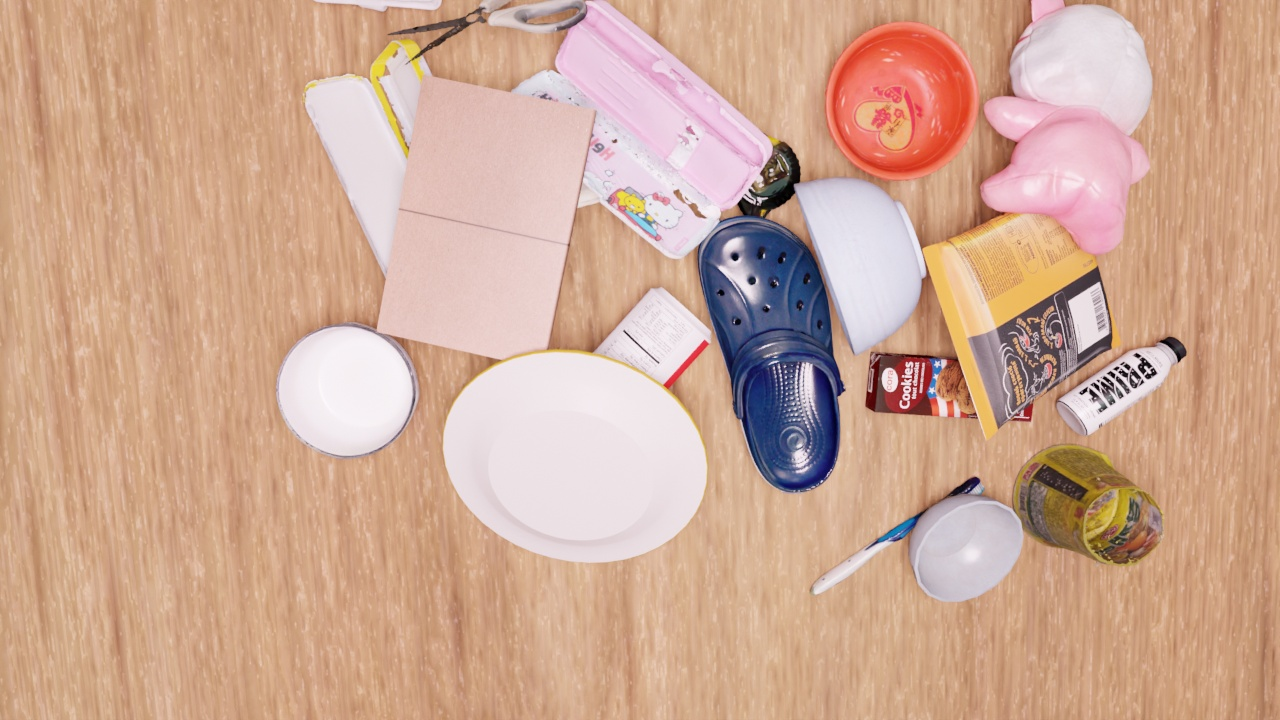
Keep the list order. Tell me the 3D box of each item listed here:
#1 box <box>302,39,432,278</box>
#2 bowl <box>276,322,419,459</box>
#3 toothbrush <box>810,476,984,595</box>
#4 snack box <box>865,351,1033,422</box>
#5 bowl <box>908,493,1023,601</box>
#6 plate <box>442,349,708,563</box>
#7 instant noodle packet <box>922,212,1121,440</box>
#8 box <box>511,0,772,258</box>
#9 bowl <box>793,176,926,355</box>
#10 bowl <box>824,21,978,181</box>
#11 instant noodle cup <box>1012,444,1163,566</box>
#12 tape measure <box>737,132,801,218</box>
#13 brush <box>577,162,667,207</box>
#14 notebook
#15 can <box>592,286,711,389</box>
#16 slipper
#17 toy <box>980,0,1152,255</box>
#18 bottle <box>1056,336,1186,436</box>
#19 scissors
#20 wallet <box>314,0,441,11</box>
[{"bbox_3d":[-0.194,-0.153,0.757,0.079,0.084,0.210,-27,92,-43],"label":"box"},{"bbox_3d":[-0.246,0.023,0.793,0.116,0.065,0.116,0,97,-2],"label":"bowl"},{"bbox_3d":[0.237,0.165,0.851,0.189,0.016,0.017,-34,107,2],"label":"toothbrush"},{"bbox_3d":[0.278,0.023,0.825,0.141,0.031,0.051,4,97,-2],"label":"snack box"},{"bbox_3d":[0.288,0.163,0.831,0.106,0.039,0.106,-5,114,-12],"label":"bowl"},{"bbox_3d":[-0.058,0.093,0.779,0.230,0.021,0.230,4,123,6],"label":"plate"},{"bbox_3d":[0.328,-0.051,0.773,0.220,0.032,0.160,-25,98,-32],"label":"instant noodle packet"},{"bbox_3d":[-0.005,-0.187,0.743,0.201,0.102,0.101,41,136,3],"label":"box"},{"bbox_3d":[0.184,-0.086,0.744,0.075,0.150,0.150,-19,97,12],"label":"bowl"},{"bbox_3d":[0.218,-0.219,0.787,0.130,0.045,0.130,0,97,-2],"label":"bowl"},{"bbox_3d":[0.396,0.130,0.803,0.102,0.108,0.102,0,96,0],"label":"instant noodle cup"},{"bbox_3d":[0.107,-0.160,0.795,0.062,0.038,0.067,-29,96,2],"label":"tape measure"},{"bbox_3d":[-0.078,-0.137,0.806,0.217,0.012,0.033,-17,97,-1],"label":"brush"},{"bbox_3d":[-0.125,-0.110,0.738,0.141,0.008,0.209,12,96,3],"label":"notebook"},{"bbox_3d":[-0.005,0.005,0.795,0.070,0.070,0.132,42,94,-6],"label":"can"},{"bbox_3d":[0.123,-0.001,0.786,0.105,0.095,0.253,-14,103,3],"label":"slipper"},{"bbox_3d":[0.361,-0.202,0.756,0.142,0.084,0.212,22,71,-8],"label":"toy"},{"bbox_3d":[0.435,0.020,0.825,0.116,0.041,0.041,-35,97,3],"label":"bottle"},{"bbox_3d":[-0.117,-0.284,0.744,0.158,0.013,0.168,12,58,20],"label":"scissors"},{"bbox_3d":[-0.221,-0.337,0.770,0.116,0.032,0.086,9,86,-1],"label":"wallet"}]
